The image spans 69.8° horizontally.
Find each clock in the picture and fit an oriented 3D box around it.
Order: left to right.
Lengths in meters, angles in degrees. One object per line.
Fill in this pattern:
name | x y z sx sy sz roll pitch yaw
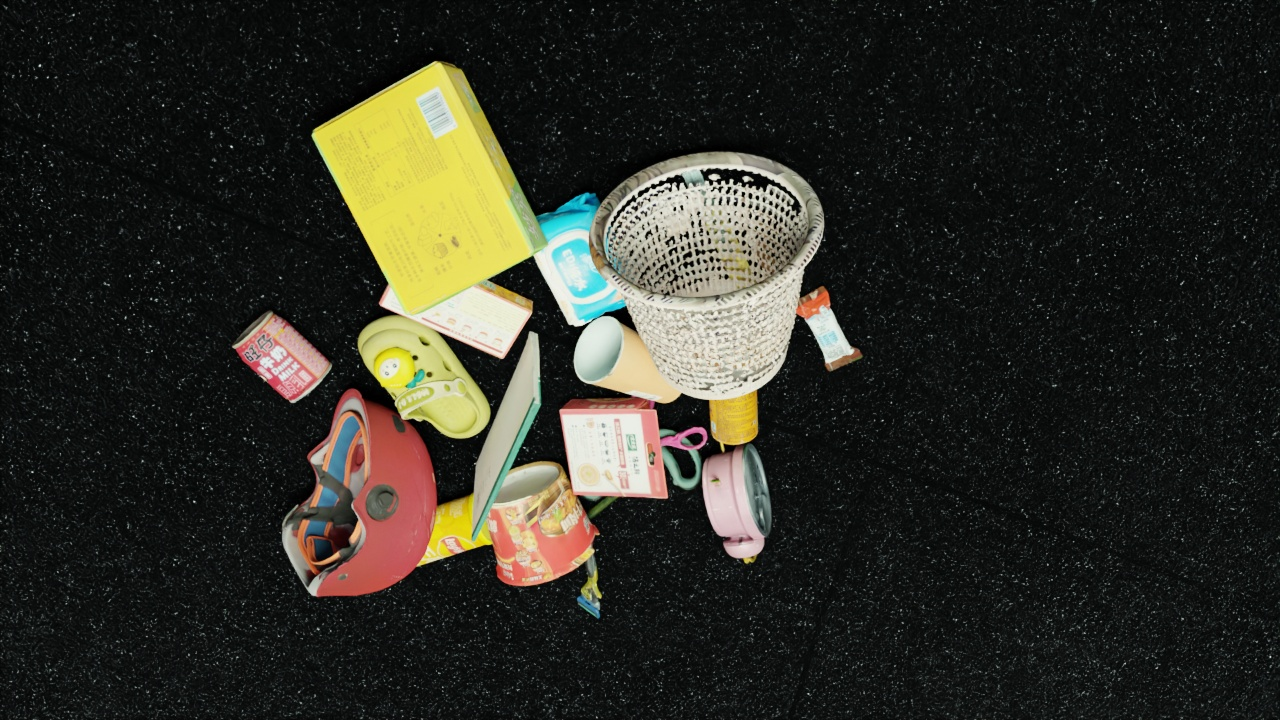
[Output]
clock | 0.126 0.181 1.150 0.060 0.117 0.158 -14 117 19

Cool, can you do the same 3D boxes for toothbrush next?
toothbrush | -0.030 0.169 1.200 0.017 0.012 0.186 43 111 -15

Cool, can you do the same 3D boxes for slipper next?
slipper | -0.253 0.030 1.083 0.092 0.081 0.190 -33 117 14

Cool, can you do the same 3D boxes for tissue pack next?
tissue pack | -0.064 -0.110 1.013 0.090 0.063 0.140 -21 117 11

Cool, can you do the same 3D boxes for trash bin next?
trash bin | 0.074 -0.072 0.950 0.227 0.227 0.192 -8 138 4

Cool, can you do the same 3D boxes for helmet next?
helmet | -0.317 0.165 1.102 0.143 0.207 0.240 19 88 -35

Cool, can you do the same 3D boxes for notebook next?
notebook | -0.160 0.088 1.075 0.012 0.150 0.210 18 118 -18

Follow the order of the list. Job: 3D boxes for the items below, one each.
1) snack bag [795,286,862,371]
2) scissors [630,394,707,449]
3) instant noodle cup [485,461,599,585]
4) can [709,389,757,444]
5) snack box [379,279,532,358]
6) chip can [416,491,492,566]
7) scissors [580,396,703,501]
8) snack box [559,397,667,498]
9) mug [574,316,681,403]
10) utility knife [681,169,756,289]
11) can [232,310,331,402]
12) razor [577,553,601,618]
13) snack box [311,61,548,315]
snack bag | 0.219 -0.035 1.077 0.048 0.026 0.104 -27 117 21
scissors | 0.021 0.098 1.130 0.135 0.017 0.133 1 110 9
instant noodle cup | -0.134 0.199 1.151 0.138 0.137 0.108 -16 108 8
can | 0.109 0.027 1.094 0.058 0.058 0.146 -5 119 2
snack box | -0.209 -0.065 1.048 0.155 0.027 0.077 25 121 -19
chip can | -0.296 0.235 1.201 0.213 0.072 0.072 -19 118 10
scissors | -0.017 0.127 1.164 0.170 0.019 0.179 43 112 -11
snack box | -0.026 0.105 1.110 0.127 0.044 0.113 -1 106 23
mug | -0.006 0.006 1.054 0.122 0.078 0.078 24 119 -41
utility knife | 0.093 -0.134 1.031 0.031 0.022 0.213 -24 112 9
can | -0.418 -0.005 1.069 0.067 0.066 0.094 -33 114 17
razor | -0.070 0.286 1.262 0.043 0.022 0.143 21 125 39
snack box | -0.213 -0.173 0.941 0.158 0.070 0.210 -25 98 13
